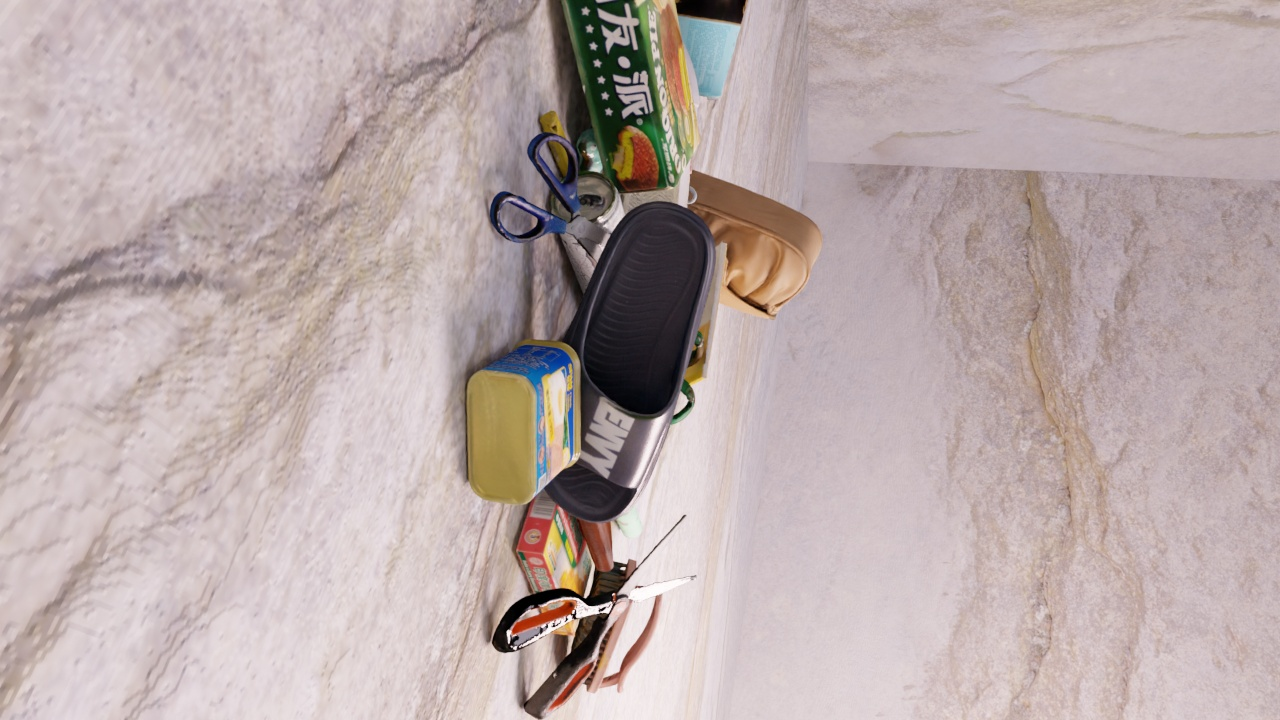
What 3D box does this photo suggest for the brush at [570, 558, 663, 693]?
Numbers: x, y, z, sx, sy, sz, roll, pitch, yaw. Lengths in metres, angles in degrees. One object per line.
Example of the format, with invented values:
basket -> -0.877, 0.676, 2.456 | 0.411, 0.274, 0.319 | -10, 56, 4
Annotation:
brush -> -0.027, 0.268, 0.894 | 0.063, 0.073, 0.146 | -85, -169, -65

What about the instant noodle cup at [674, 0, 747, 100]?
instant noodle cup -> 0.061, -0.359, 1.028 | 0.111, 0.111, 0.121 | -50, 151, -67

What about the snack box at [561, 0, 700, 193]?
snack box -> -0.009, -0.269, 0.753 | 0.114, 0.063, 0.240 | -66, 148, -52

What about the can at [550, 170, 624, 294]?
can -> -0.035, -0.098, 0.803 | 0.147, 0.058, 0.058 | 72, 27, -60

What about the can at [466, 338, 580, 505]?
can -> -0.084, 0.043, 0.662 | 0.083, 0.057, 0.102 | -41, 134, -68

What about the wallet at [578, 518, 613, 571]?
wallet -> -0.044, 0.116, 0.843 | 0.101, 0.032, 0.124 | 84, -2, -48

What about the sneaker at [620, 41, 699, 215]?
sneaker -> 0.019, -0.208, 0.907 | 0.090, 0.089, 0.242 | -37, 129, -70

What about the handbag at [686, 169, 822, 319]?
handbag -> 0.094, -0.125, 1.045 | 0.148, 0.204, 0.099 | 99, 17, -51

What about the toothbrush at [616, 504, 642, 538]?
toothbrush -> -0.017, 0.163, 0.999 | 0.225, 0.026, 0.027 | 80, 30, -69

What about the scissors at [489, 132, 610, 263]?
scissors -> -0.057, -0.098, 0.695 | 0.140, 0.012, 0.171 | -40, 143, -28

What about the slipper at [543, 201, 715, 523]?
slipper -> -0.018, 0.006, 0.715 | 0.083, 0.110, 0.268 | -69, 178, -79

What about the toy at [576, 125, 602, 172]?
toy -> -0.038, -0.189, 0.826 | 0.091, 0.030, 0.097 | -57, 157, -54

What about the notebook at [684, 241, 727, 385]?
notebook -> 0.033, -0.027, 0.983 | 0.207, 0.010, 0.145 | 151, -47, -64

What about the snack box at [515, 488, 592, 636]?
snack box -> -0.074, 0.176, 0.818 | 0.156, 0.027, 0.076 | 80, 18, -49

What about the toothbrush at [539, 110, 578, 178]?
toothbrush -> -0.053, -0.146, 0.790 | 0.016, 0.015, 0.190 | 54, -6, 27

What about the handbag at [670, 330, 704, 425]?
handbag -> -0.005, 0.005, 0.837 | 0.131, 0.120, 0.068 | -73, 166, -65

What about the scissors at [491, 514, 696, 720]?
scissors -> -0.037, 0.225, 0.787 | 0.234, 0.022, 0.221 | 6, 118, -48
